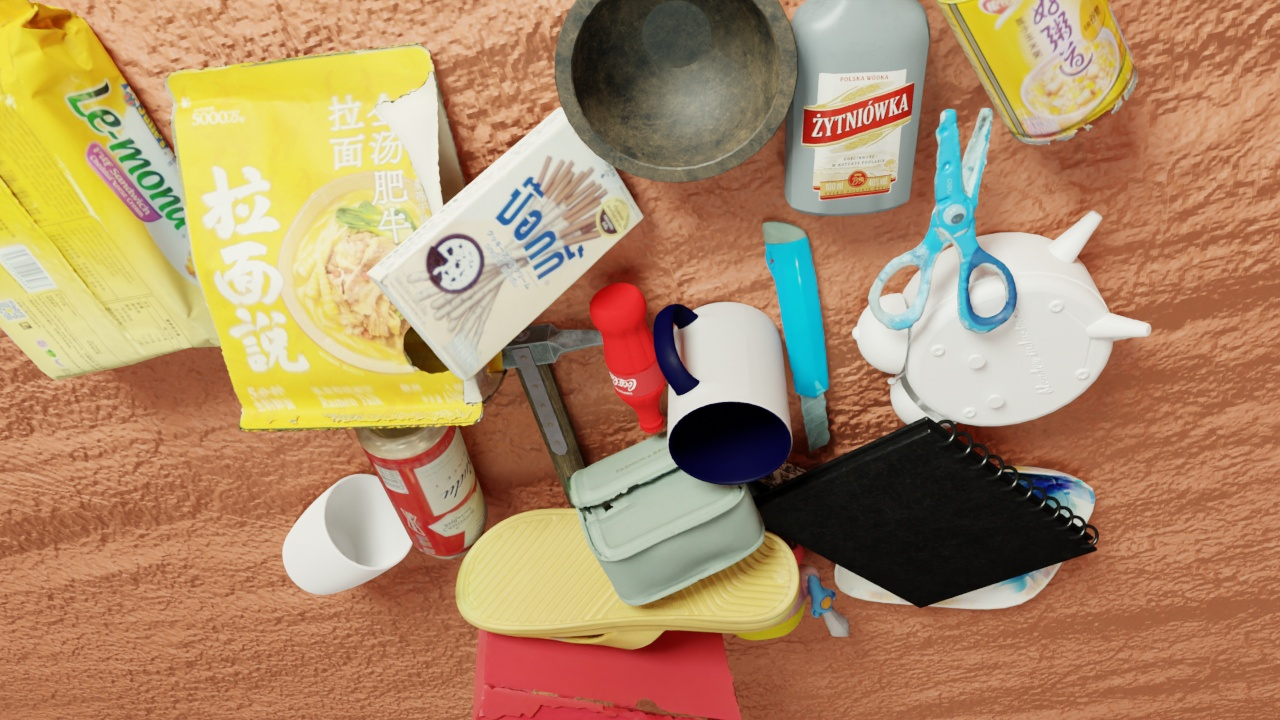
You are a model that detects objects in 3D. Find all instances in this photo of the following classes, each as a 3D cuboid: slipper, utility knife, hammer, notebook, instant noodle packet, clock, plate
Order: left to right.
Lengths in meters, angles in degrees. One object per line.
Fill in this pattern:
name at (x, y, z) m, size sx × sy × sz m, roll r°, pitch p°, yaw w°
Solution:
instant noodle packet at (-0.185, -0.070, 0.560) m, size 0.163 × 0.084 × 0.222 m, roll -3°, pitch 115°, yaw 9°
hammer at (-0.047, 0.097, 0.735) m, size 0.147 × 0.028 × 0.317 m, roll -7°, pitch 131°, yaw 9°
slipper at (-0.009, 0.173, 0.722) m, size 0.263 × 0.099 × 0.078 m, roll 0°, pitch 151°, yaw 4°
utility knife at (0.112, -0.010, 0.636) m, size 0.031 × 0.015 × 0.209 m, roll -7°, pitch 128°, yaw 11°
notebook at (0.219, 0.124, 0.698) m, size 0.231 × 0.019 × 0.170 m, roll 31°, pitch 133°, yaw -32°
plate at (0.264, 0.146, 0.768) m, size 0.187 × 0.016 × 0.187 m, roll 4°, pitch 132°, yaw -1°
clock at (0.230, -0.012, 0.589) m, size 0.161 × 0.072 × 0.125 m, roll -23°, pitch 127°, yaw 22°

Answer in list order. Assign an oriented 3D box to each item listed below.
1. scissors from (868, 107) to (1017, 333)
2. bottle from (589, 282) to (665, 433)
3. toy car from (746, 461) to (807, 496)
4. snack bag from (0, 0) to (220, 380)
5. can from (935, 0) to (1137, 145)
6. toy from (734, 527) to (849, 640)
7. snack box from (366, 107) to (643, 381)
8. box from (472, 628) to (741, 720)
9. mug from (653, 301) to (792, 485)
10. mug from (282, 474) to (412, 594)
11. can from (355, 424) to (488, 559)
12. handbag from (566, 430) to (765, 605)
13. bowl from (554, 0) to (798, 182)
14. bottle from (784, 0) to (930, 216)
scissors at (0.187, -0.077, 0.518) m, size 0.090 × 0.014 × 0.141 m, roll 11°, pitch 113°, yaw 2°
bottle at (-0.004, 0.004, 0.619) m, size 0.036 × 0.036 × 0.119 m, roll -8°, pitch 131°, yaw 10°
toy car at (0.117, 0.106, 0.725) m, size 0.112 × 0.040 × 0.049 m, roll 22°, pitch 131°, yaw -16°
snack bag at (-0.358, -0.088, 0.558) m, size 0.160 × 0.068 × 0.247 m, roll -8°, pitch 131°, yaw 12°
can at (0.194, -0.167, 0.454) m, size 0.068 × 0.067 × 0.105 m, roll -29°, pitch 125°, yaw 26°
toy at (0.111, 0.202, 0.800) m, size 0.124 × 0.096 × 0.131 m, roll -13°, pitch 112°, yaw 6°
snack box at (-0.073, -0.067, 0.527) m, size 0.149 × 0.026 × 0.082 m, roll -45°, pitch 126°, yaw -16°
box at (-0.031, 0.309, 0.699) m, size 0.211 × 0.314 × 0.124 m, roll 14°, pitch 142°, yaw -15°
mug at (0.047, 0.011, 0.604) m, size 0.079 × 0.096 × 0.112 m, roll -30°, pitch 124°, yaw 27°
mug at (-0.233, 0.149, 0.769) m, size 0.114 × 0.081 × 0.088 m, roll 6°, pitch 149°, yaw -46°
can at (-0.160, 0.087, 0.692) m, size 0.067 × 0.067 × 0.170 m, roll 0°, pitch 141°, yaw 3°
handbag at (0.016, 0.103, 0.664) m, size 0.122 × 0.106 × 0.067 m, roll -25°, pitch 133°, yaw 1°
bowl at (0.018, -0.160, 0.478) m, size 0.121 × 0.056 × 0.121 m, roll 2°, pitch 132°, yaw 2°
bottle at (0.113, -0.156, 0.484) m, size 0.072 × 0.046 × 0.161 m, roll -3°, pitch 132°, yaw 4°
